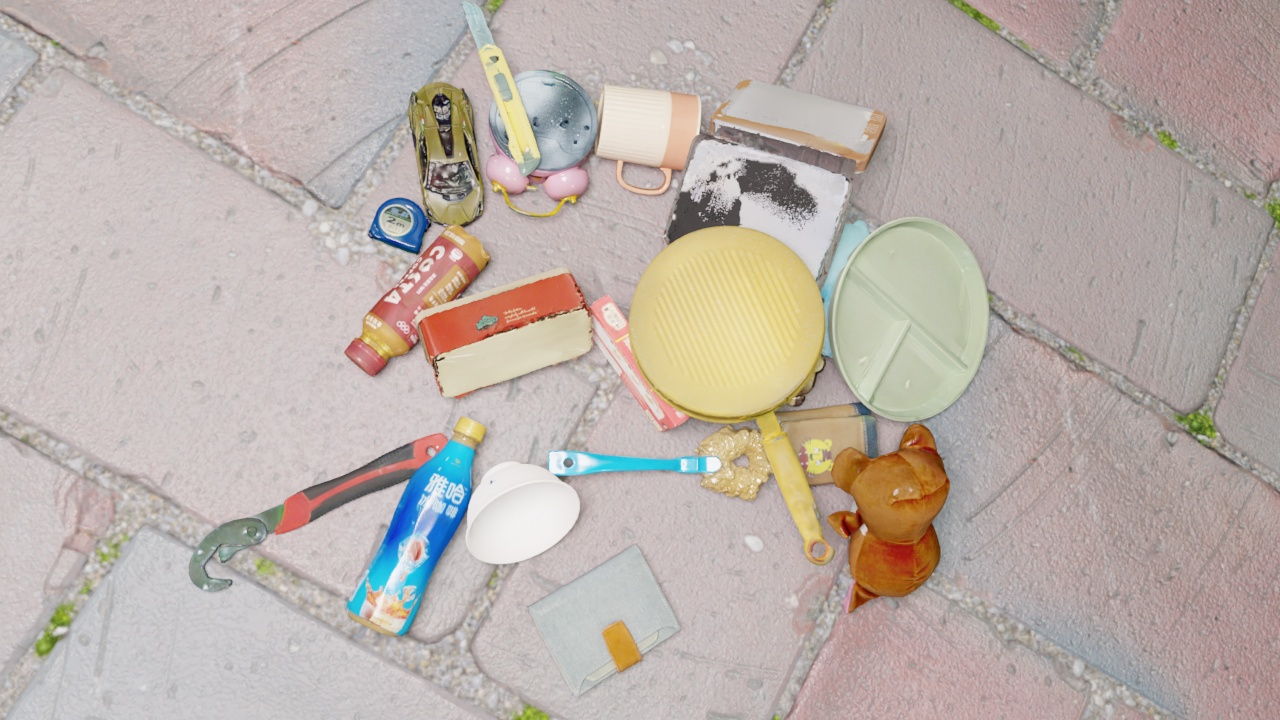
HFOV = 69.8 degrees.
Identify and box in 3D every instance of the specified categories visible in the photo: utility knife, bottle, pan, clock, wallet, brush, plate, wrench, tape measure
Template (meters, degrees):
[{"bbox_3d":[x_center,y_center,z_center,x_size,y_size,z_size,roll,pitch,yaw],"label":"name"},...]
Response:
[{"bbox_3d":[-0.147,-0.288,0.967,0.031,0.021,0.204,-18,78,-20],"label":"utility knife"},{"bbox_3d":[-0.212,0.159,0.906,0.065,0.065,0.218,26,76,-6],"label":"bottle"},{"bbox_3d":[0.116,0.038,0.915,0.198,0.078,0.357,-23,81,2],"label":"pan"},{"bbox_3d":[-0.110,-0.232,1.000,0.117,0.060,0.158,6,77,-11],"label":"clock"},{"bbox_3d":[-0.035,0.267,0.940,0.129,0.037,0.106,-28,86,-15],"label":"wallet"},{"bbox_3d":[0.028,0.108,0.971,0.254,0.046,0.083,2,83,-17],"label":"brush"},{"bbox_3d":[0.302,-0.046,1.034,0.229,0.027,0.230,-2,96,-27],"label":"plate"},{"bbox_3d":[-0.231,-0.060,0.945,0.057,0.057,0.174,40,75,-3],"label":"bottle"},{"bbox_3d":[0.207,0.095,1.023,0.115,0.033,0.090,-5,82,-9],"label":"wallet"},{"bbox_3d":[-0.316,0.143,0.914,0.273,0.016,0.056,-28,90,-14],"label":"wrench"},{"bbox_3d":[-0.254,-0.144,0.972,0.058,0.025,0.054,20,75,-12],"label":"tape measure"}]

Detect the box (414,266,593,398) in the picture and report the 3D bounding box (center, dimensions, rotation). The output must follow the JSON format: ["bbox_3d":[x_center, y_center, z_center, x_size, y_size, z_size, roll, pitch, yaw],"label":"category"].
[{"bbox_3d":[-0.133,-0.021,0.934,0.168,0.091,0.076,-19,58,-14],"label":"box"}]

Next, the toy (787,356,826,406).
[{"bbox_3d":[0.125,-0.011,1.014,0.157,0.066,0.105,31,108,-1],"label":"toy"}]

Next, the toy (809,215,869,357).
[{"bbox_3d":[0.216,-0.095,1.046,0.161,0.050,0.156,-33,94,-23],"label":"toy"}]

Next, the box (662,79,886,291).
[{"bbox_3d":[0.149,-0.205,0.996,0.179,0.134,0.270,20,71,14],"label":"box"}]

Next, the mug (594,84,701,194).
[{"bbox_3d":[0.004,-0.244,1.021,0.106,0.081,0.115,6,108,-9],"label":"mug"}]

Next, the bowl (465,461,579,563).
[{"bbox_3d":[-0.127,0.141,0.920,0.118,0.118,0.064,-20,48,-14],"label":"bowl"}]

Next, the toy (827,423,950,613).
[{"bbox_3d":[0.261,0.171,0.969,0.140,0.130,0.200,-17,119,-10],"label":"toy"}]

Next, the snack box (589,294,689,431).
[{"bbox_3d":[-0.006,0.006,0.971,0.025,0.075,0.153,-35,88,-15],"label":"snack box"}]

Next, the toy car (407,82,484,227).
[{"bbox_3d":[-0.207,-0.222,0.989,0.070,0.042,0.158,-10,85,-13],"label":"toy car"}]
